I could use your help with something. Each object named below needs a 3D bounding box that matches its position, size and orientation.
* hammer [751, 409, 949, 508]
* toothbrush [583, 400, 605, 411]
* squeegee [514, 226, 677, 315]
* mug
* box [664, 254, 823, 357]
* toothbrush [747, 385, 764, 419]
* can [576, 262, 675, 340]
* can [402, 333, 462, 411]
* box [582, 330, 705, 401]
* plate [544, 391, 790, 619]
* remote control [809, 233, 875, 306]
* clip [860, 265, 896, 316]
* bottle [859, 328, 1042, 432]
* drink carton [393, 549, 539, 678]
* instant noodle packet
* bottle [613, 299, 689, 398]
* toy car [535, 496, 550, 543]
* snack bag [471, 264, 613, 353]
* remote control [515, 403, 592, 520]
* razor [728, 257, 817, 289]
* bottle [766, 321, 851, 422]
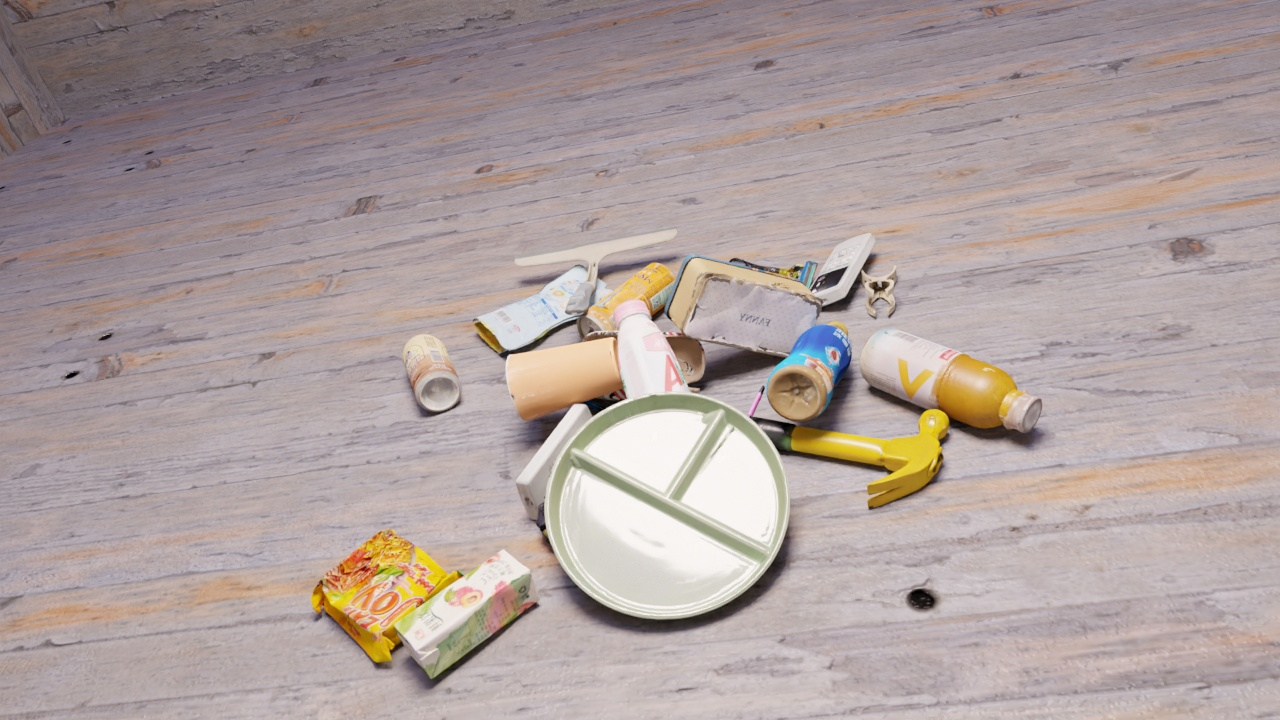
[{"bbox_3d":[0.158,0.081,0.955,0.301,0.033,0.128,8,38,29],"label":"hammer"},{"bbox_3d":[-0.016,0.072,1.047,0.190,0.014,0.016,23,69,42],"label":"toothbrush"},{"bbox_3d":[-0.073,-0.104,1.240,0.247,0.039,0.246,-9,25,9],"label":"squeegee"},{"bbox_3d":[-0.081,0.017,1.032,0.123,0.078,0.078,-14,34,8],"label":"mug"},{"bbox_3d":[0.116,-0.062,1.064,0.184,0.090,0.062,13,23,-24],"label":"box"},{"bbox_3d":[0.093,0.101,0.924,0.018,0.014,0.188,17,60,21],"label":"toothbrush"},{"bbox_3d":[-0.016,-0.071,1.214,0.058,0.058,0.145,20,46,39],"label":"can"},{"bbox_3d":[-0.269,0.014,1.180,0.058,0.058,0.116,-22,35,-12],"label":"can"},{"bbox_3d":[-0.006,0.005,1.075,0.162,0.086,0.075,0,-2,28],"label":"box"},{"bbox_3d":[0.025,0.133,0.864,0.230,0.027,0.229,-4,58,7],"label":"plate"},{"bbox_3d":[0.261,-0.119,1.200,0.058,0.021,0.149,-19,23,42],"label":"remote control"},{"bbox_3d":[0.302,-0.091,1.156,0.072,0.035,0.100,-5,26,14],"label":"clip"},{"bbox_3d":[0.317,0.023,0.949,0.067,0.068,0.190,-34,39,-27],"label":"bottle"},{"bbox_3d":[-0.157,0.230,0.837,0.122,0.045,0.053,-33,33,-28],"label":"drink carton"},{"bbox_3d":[-0.245,0.222,0.885,0.128,0.044,0.110,20,50,39],"label":"instant noodle packet"},{"bbox_3d":[0.015,0.023,0.985,0.068,0.068,0.196,-16,62,-4],"label":"bottle"},{"bbox_3d":[-0.026,0.147,0.915,0.158,0.042,0.070,-8,35,7],"label":"toy car"},{"bbox_3d":[-0.131,-0.073,1.277,0.190,0.039,0.110,-28,34,-25],"label":"snack bag"},{"bbox_3d":[-0.087,0.106,0.984,0.019,0.056,0.134,4,38,28],"label":"remote control"},{"bbox_3d":[0.179,-0.122,1.252,0.143,0.022,0.042,16,88,41],"label":"razor"},{"bbox_3d":[0.193,0.000,1.001,0.065,0.065,0.218,2,20,22],"label":"bottle"}]
